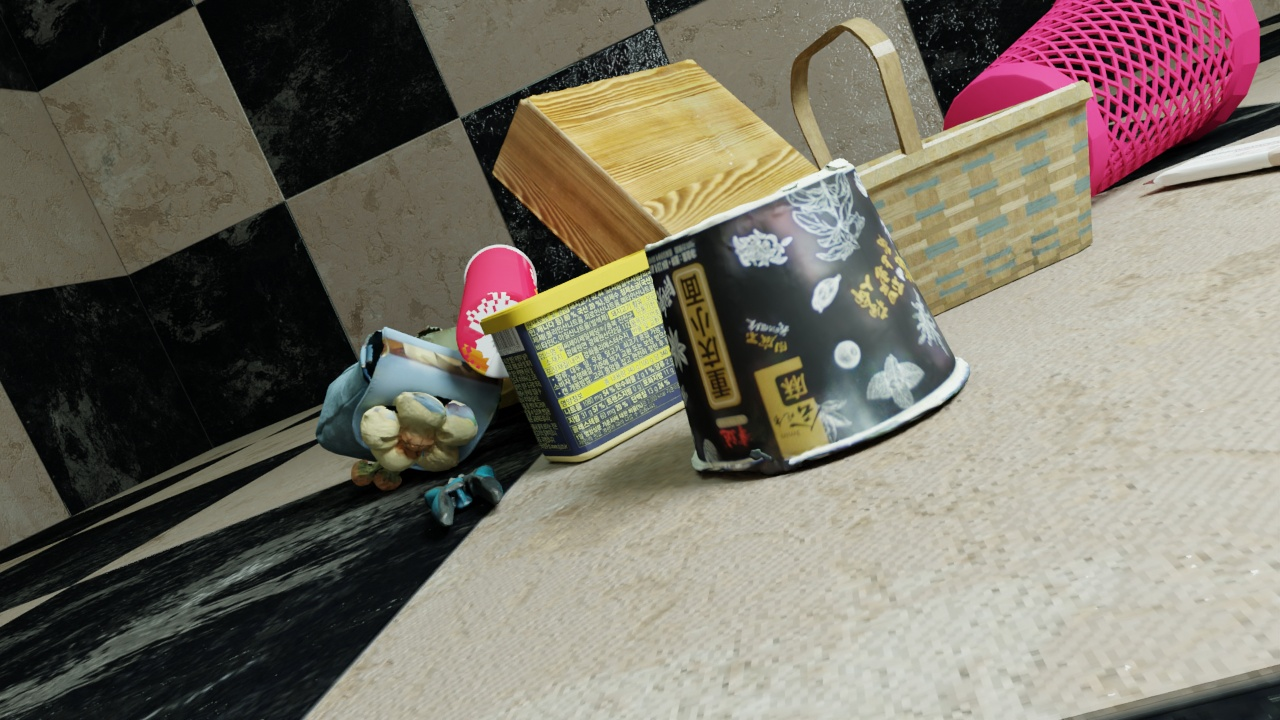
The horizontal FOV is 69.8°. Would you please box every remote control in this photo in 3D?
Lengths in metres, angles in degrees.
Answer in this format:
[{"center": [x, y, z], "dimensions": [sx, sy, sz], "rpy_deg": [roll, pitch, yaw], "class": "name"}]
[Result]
[{"center": [-0.101, 0.038, 0.885], "dimensions": [0.137, 0.015, 0.032], "rpy_deg": [-20, 7, 40], "class": "remote control"}]

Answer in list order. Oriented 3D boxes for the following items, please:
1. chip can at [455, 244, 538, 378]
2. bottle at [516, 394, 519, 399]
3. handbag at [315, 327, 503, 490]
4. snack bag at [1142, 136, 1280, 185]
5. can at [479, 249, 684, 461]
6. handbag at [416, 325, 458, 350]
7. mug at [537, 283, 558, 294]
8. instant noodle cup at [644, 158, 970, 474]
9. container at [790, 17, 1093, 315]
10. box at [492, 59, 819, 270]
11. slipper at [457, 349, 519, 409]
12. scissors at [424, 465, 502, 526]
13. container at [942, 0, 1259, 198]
[{"center": [-0.119, -0.048, 0.785], "dimensions": [0.069, 0.069, 0.220], "rpy_deg": [-23, 18, -2], "class": "chip can"}, {"center": [-0.062, 0.018, 0.731], "dimensions": [0.063, 0.063, 0.109], "rpy_deg": [-27, 7, -32], "class": "bottle"}, {"center": [-0.201, 0.049, 0.768], "dimensions": [0.121, 0.118, 0.192], "rpy_deg": [19, -28, -30], "class": "handbag"}, {"center": [0.407, -0.134, 0.596], "dimensions": [0.057, 0.013, 0.158], "rpy_deg": [-22, 7, -11], "class": "snack bag"}, {"center": [-0.021, -0.006, 0.611], "dimensions": [0.135, 0.104, 0.075], "rpy_deg": [-27, 8, -28], "class": "can"}, {"center": [-0.221, 0.009, 1.105], "dimensions": [0.116, 0.113, 0.186], "rpy_deg": [-17, 5, -13], "class": "handbag"}, {"center": [-0.119, -0.023, 1.099], "dimensions": [0.094, 0.085, 0.121], "rpy_deg": [-26, 46, -3], "class": "mug"}, {"center": [0.068, -0.023, 0.435], "dimensions": [0.137, 0.112, 0.137], "rpy_deg": [-23, 6, 3], "class": "instant noodle cup"}, {"center": [0.153, -0.124, 0.609], "dimensions": [0.250, 0.186, 0.157], "rpy_deg": [-23, 7, -5], "class": "container"}, {"center": [0.011, -0.096, 0.984], "dimensions": [0.278, 0.282, 0.316], "rpy_deg": [-31, -22, -47], "class": "box"}, {"center": [-0.131, 0.001, 0.880], "dimensions": [0.264, 0.078, 0.099], "rpy_deg": [-18, 11, 47], "class": "slipper"}, {"center": [-0.119, 0.085, 0.586], "dimensions": [0.128, 0.019, 0.140], "rpy_deg": [-19, 6, 30], "class": "scissors"}, {"center": [0.370, -0.218, 0.767], "dimensions": [0.225, 0.183, 0.184], "rpy_deg": [-36, 13, -29], "class": "container"}]
